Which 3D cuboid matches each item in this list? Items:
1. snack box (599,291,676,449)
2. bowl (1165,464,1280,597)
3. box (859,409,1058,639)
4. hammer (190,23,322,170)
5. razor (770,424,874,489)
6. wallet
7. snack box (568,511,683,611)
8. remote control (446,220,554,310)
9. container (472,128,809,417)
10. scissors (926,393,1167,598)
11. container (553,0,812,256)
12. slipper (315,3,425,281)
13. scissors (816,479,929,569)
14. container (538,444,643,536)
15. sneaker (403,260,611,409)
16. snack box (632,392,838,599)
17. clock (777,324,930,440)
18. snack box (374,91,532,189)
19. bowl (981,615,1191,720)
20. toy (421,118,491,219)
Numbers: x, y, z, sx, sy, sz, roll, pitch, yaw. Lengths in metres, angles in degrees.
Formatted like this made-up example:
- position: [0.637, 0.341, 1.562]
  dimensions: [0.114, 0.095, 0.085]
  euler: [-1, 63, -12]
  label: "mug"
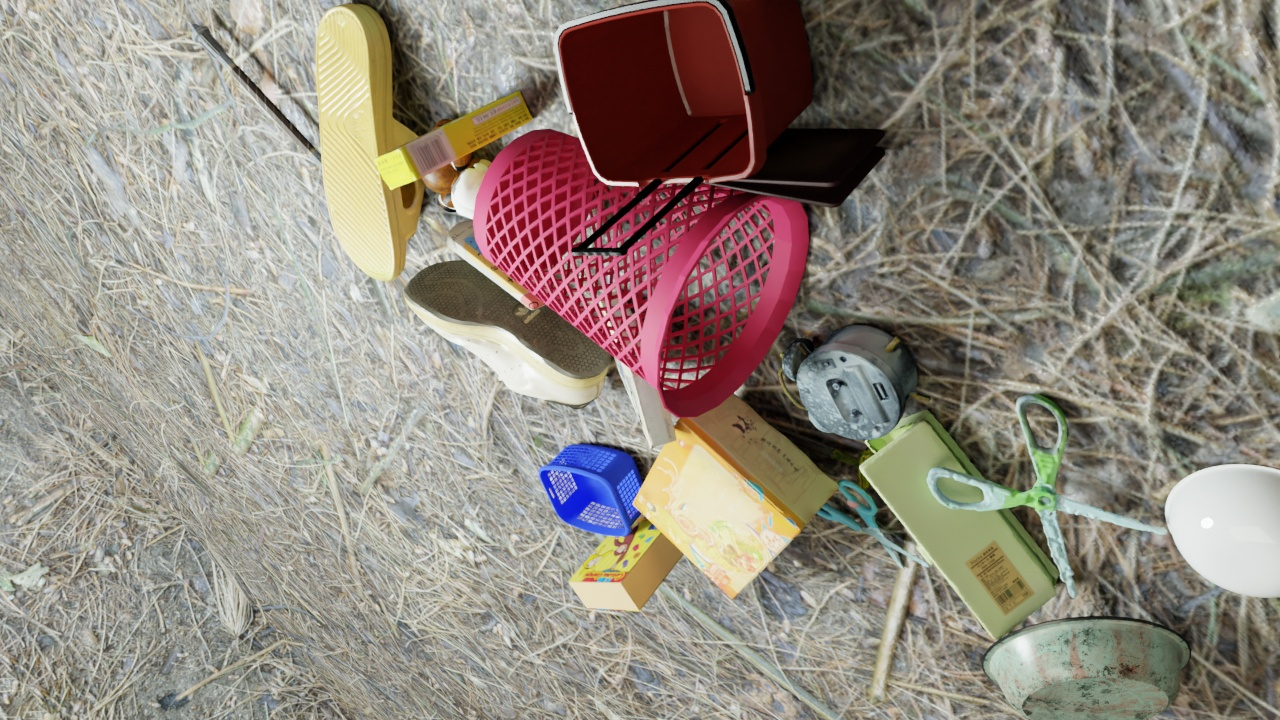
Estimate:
- position: [-0.005, 0.005, 0.840]
  dimensions: [0.150, 0.026, 0.082]
  euler: [-114, 7, -56]
  label: "snack box"
- position: [0.419, 0.127, 0.630]
  dimensions: [0.110, 0.040, 0.110]
  euler: [24, 137, 25]
  label: "bowl"
- position: [0.266, 0.130, 0.763]
  dimensions: [0.078, 0.089, 0.188]
  euler: [-37, 94, 31]
  label: "box"
- position: [-0.378, -0.248, 1.006]
  dimensions: [0.322, 0.044, 0.099]
  euler: [47, 141, -2]
  label: "hammer"
- position: [0.162, 0.079, 0.834]
  dimensions: [0.106, 0.026, 0.042]
  euler: [20, 137, 34]
  label: "razor"
- position: [0.100, -0.139, 0.640]
  dimensions: [0.116, 0.091, 0.018]
  euler: [13, 132, 33]
  label: "wallet"
- position: [-0.005, 0.217, 1.019]
  dimensions: [0.088, 0.125, 0.040]
  euler: [-14, 113, 47]
  label: "snack box"
- position: [-0.142, -0.098, 0.934]
  dimensions: [0.125, 0.038, 0.018]
  euler: [37, 142, 10]
  label: "remote control"
- position: [-0.012, -0.089, 0.735]
  dimensions: [0.226, 0.182, 0.183]
  euler: [31, 140, 29]
  label: "container"
- position: [0.304, 0.106, 0.703]
  dimensions: [0.169, 0.023, 0.171]
  euler: [-14, 100, 20]
  label: "scissors"
- position: [0.014, -0.168, 0.599]
  dimensions: [0.148, 0.200, 0.127]
  euler: [6, 124, 38]
  label: "container"
- position: [-0.261, -0.213, 0.912]
  dimensions: [0.100, 0.078, 0.264]
  euler: [13, 114, 30]
  label: "slipper"
- position: [0.201, 0.152, 0.857]
  dimensions: [0.126, 0.015, 0.136]
  euler: [5, 136, 54]
  label: "scissors"
- position: [-0.050, 0.144, 1.047]
  dimensions: [0.114, 0.058, 0.096]
  euler: [4, 126, 40]
  label: "container"
- position: [-0.138, -0.021, 0.970]
  dimensions: [0.241, 0.088, 0.102]
  euler: [27, 148, 17]
  label: "sneaker"
- position: [0.089, 0.127, 0.885]
  dimensions: [0.145, 0.080, 0.196]
  euler: [42, 148, 13]
  label: "snack box"
- position: [0.166, 0.019, 0.751]
  dimensions: [0.130, 0.052, 0.090]
  euler: [-12, 115, 46]
  label: "clock"
- position: [-0.155, -0.189, 0.778]
  dimensions: [0.040, 0.147, 0.029]
  euler: [-6, 117, 43]
  label: "snack box"
- position: [0.362, 0.260, 0.742]
  dimensions: [0.157, 0.038, 0.158]
  euler: [4, 139, 3]
  label: "bowl"
- position: [-0.160, -0.169, 0.874]
  dimensions: [0.112, 0.067, 0.087]
  euler: [29, 139, 6]
  label: "toy"
